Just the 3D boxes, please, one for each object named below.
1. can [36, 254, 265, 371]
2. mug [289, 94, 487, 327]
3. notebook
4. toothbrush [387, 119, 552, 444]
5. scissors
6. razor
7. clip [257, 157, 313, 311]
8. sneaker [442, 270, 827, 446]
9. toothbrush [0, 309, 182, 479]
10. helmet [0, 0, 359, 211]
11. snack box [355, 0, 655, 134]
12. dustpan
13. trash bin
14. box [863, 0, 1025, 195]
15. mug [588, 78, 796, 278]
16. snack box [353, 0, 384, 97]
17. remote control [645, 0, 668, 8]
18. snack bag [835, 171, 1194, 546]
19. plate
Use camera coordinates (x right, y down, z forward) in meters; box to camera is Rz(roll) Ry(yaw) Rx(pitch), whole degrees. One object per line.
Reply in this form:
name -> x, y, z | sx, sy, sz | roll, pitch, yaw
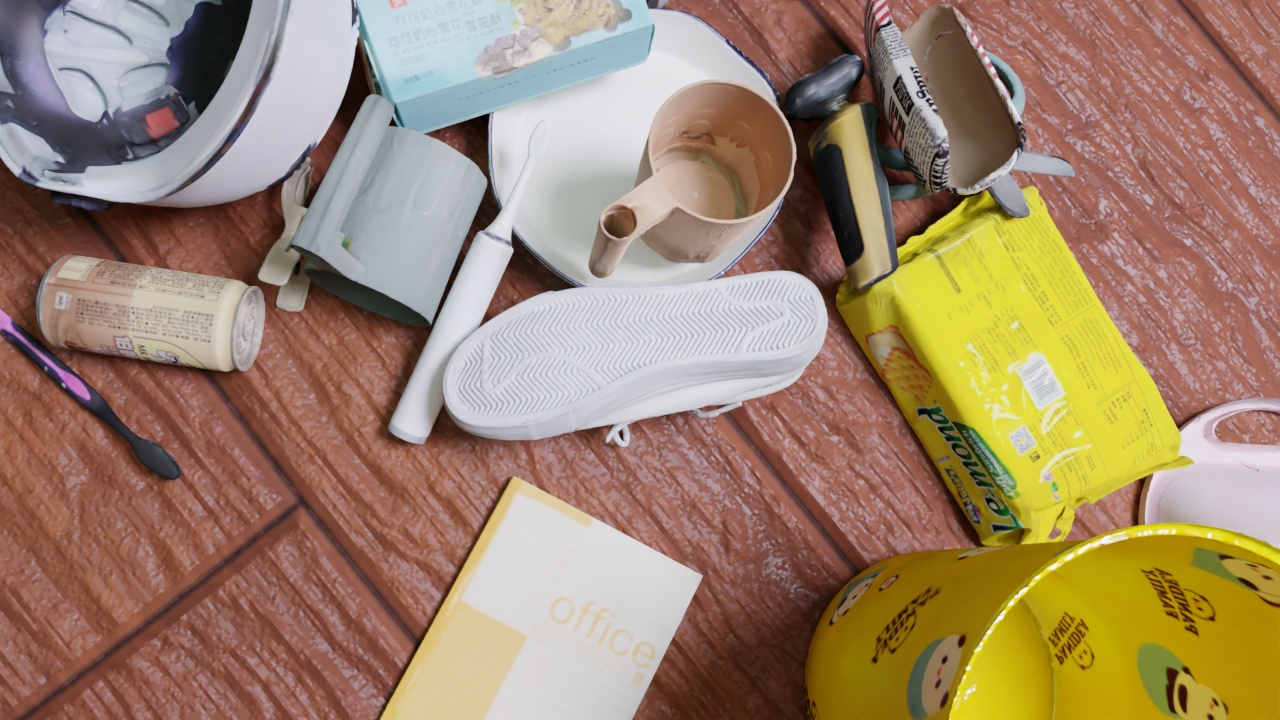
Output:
can -> -0.301, -0.028, 0.569 | 0.116, 0.058, 0.058 | 9, 81, -6
mug -> -0.156, -0.090, 0.566 | 0.084, 0.124, 0.103 | 18, 77, 15
notebook -> -0.068, 0.198, 0.590 | 0.146, 0.010, 0.206 | 29, 79, -2
toothbrush -> -0.104, -0.050, 0.582 | 0.026, 0.026, 0.221 | 25, 96, -6
scissors -> 0.204, -0.155, 0.647 | 0.181, 0.019, 0.170 | -15, 58, 4
razor -> 0.135, -0.124, 0.608 | 0.067, 0.062, 0.167 | 5, 66, -29
clip -> -0.220, -0.086, 0.593 | 0.034, 0.066, 0.099 | 16, 69, -5
sneaker -> -0.003, 0.004, 0.593 | 0.242, 0.091, 0.089 | -11, 67, -2
toothbrush -> -0.361, 0.013, 0.581 | 0.189, 0.018, 0.014 | 40, 78, 3
helmet -> -0.266, -0.192, 0.541 | 0.259, 0.145, 0.229 | 22, 95, 17
snack box -> -0.084, -0.208, 0.581 | 0.174, 0.052, 0.074 | -20, 82, -9
dustpan -> 0.458, 0.177, 0.662 | 0.222, 0.138, 0.274 | 6, 109, -8
trash bin -> 0.216, 0.202, 0.501 | 0.229, 0.255, 0.229 | 1, 81, -7
box -> 0.184, -0.181, 0.607 | 0.087, 0.076, 0.162 | 15, 51, -34
mug -> 0.023, -0.096, 0.551 | 0.124, 0.104, 0.084 | -37, 88, -11
snack box -> -0.158, -0.245, 0.609 | 0.075, 0.026, 0.154 | -14, 105, -10
remote control -> -0.035, -0.307, 0.644 | 0.150, 0.058, 0.021 | 45, 81, 1
snack bag -> 0.257, 0.004, 0.632 | 0.158, 0.068, 0.246 | -31, 87, -10
plate -> -0.002, -0.139, 0.631 | 0.205, 0.046, 0.204 | 1, 81, -8
